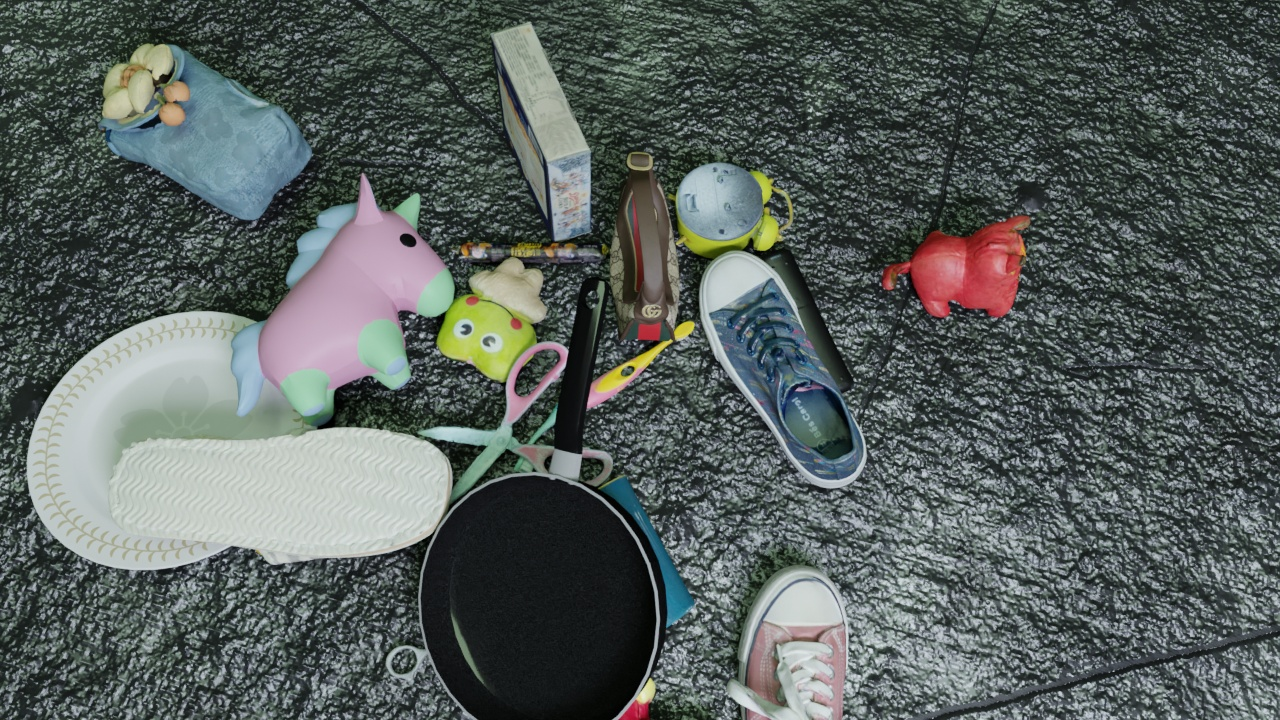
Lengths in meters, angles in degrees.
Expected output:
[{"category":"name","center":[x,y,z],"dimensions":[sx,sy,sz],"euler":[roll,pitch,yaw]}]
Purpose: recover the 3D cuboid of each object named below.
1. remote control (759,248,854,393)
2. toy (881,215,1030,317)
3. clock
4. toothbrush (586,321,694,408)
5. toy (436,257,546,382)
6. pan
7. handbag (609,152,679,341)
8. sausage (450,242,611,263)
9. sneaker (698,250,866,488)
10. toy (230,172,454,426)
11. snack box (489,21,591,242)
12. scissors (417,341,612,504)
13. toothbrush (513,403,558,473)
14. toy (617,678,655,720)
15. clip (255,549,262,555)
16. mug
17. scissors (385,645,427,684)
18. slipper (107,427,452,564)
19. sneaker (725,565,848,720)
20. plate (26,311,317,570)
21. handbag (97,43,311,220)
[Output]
[{"category":"remote control","center":[0.152,-0.036,0.856],"dimensions":[0.041,0.020,0.152],"euler":[-21,75,-8]},{"category":"toy","center":[0.288,-0.093,0.839],"dimensions":[0.133,0.094,0.088],"euler":[-2,71,0]},{"category":"clock","center":[0.087,-0.142,0.871],"dimensions":[0.119,0.057,0.083],"euler":[-5,70,-2]},{"category":"toothbrush","center":[-0.005,0.005,0.843],"dimensions":[0.135,0.016,0.021],"euler":[-35,77,-10]},{"category":"toy","center":[-0.129,-0.042,0.841],"dimensions":[0.092,0.043,0.117],"euler":[26,71,9]},{"category":"pan","center":[-0.061,0.114,0.708],"dimensions":[0.204,0.044,0.355],"euler":[11,91,22]},{"category":"handbag","center":[0.005,-0.102,0.811],"dimensions":[0.063,0.139,0.166],"euler":[1,61,-3]},{"category":"sausage","center":[-0.103,-0.103,0.875],"dimensions":[0.155,0.020,0.020],"euler":[0,71,-1]},{"category":"sneaker","center":[0.119,0.004,0.802],"dimensions":[0.087,0.079,0.235],"euler":[-29,76,5]},{"category":"toy","center":[-0.266,-0.048,0.800],"dimensions":[0.222,0.120,0.171],"euler":[-27,79,-16]},{"category":"snack box","center":[-0.090,-0.205,0.843],"dimensions":[0.042,0.145,0.144],"euler":[-21,72,-10]},{"category":"scissors","center":[-0.098,0.071,0.801],"dimensions":[0.168,0.014,0.170],"euler":[40,80,-1]},{"category":"toothbrush","center":[-0.074,0.043,0.825],"dimensions":[0.017,0.022,0.135],"euler":[30,77,-1]},{"category":"toy","center":[-0.005,0.300,0.718],"dimensions":[0.137,0.067,0.105],"euler":[25,79,16]},{"category":"clip","center":[-0.306,0.144,0.782],"dimensions":[0.048,0.045,0.054],"euler":[-32,74,-37]},{"category":"mug","center":[-0.012,0.167,0.758],"dimensions":[0.078,0.078,0.121],"euler":[-32,79,-11]},{"category":"scissors","center":[-0.139,0.231,0.763],"dimensions":[0.141,0.014,0.175],"euler":[-34,76,-8]},{"category":"slipper","center":[-0.290,0.106,0.747],"dimensions":[0.272,0.054,0.114],"euler":[0,68,-1]},{"category":"sneaker","center":[0.123,0.278,0.711],"dimensions":[0.118,0.088,0.240],"euler":[4,72,0]},{"category":"plate","center":[-0.404,0.065,0.802],"dimensions":[0.242,0.016,0.242],"euler":[1,62,-2]},{"category":"handbag","center":[-0.417,-0.221,0.859],"dimensions":[0.192,0.119,0.121],"euler":[31,73,15]}]
